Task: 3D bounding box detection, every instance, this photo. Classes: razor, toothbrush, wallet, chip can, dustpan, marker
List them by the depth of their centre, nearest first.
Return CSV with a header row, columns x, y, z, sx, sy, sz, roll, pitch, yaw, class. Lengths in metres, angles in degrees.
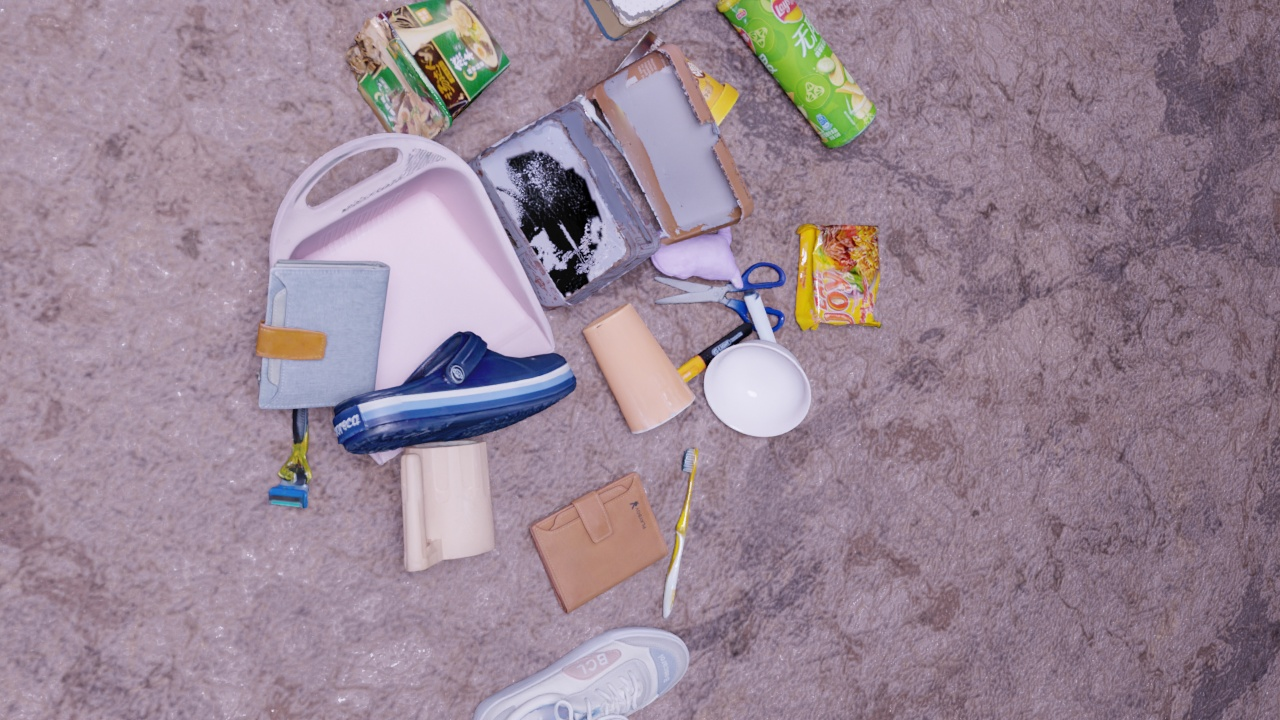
x,y,z,sx,sy,sz,roll,pitch,yaw,class
-0.269,-0.020,0.775,0.106,0.037,0.130,-4,118,-39,wallet
-0.208,-0.058,0.835,0.222,0.139,0.273,-38,105,-19,dustpan
-0.318,0.064,0.852,0.043,0.022,0.142,1,86,19,razor
-0.043,0.190,0.973,0.131,0.031,0.108,-25,102,-23,wallet
-0.010,-0.215,0.992,0.180,0.016,0.016,46,75,-20,toothbrush
0.041,0.190,1.018,0.018,0.016,0.191,12,85,-13,toothbrush
0.078,-0.006,1.028,0.123,0.015,0.018,-35,107,-15,marker
0.181,-0.342,1.044,0.221,0.073,0.072,46,73,-18,chip can
0.147,-0.022,1.049,0.018,0.022,0.131,-24,112,-2,marker

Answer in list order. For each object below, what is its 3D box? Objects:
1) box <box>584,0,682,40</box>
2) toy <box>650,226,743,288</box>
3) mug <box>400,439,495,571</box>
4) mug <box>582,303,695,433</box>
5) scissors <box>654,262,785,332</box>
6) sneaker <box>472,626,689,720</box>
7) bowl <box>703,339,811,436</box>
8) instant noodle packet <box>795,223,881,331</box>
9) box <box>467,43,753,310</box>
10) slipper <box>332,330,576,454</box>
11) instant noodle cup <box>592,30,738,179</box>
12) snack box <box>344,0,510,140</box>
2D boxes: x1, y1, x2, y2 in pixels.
x,y,z,sx,sy,sz,roll,pitch,yaw,class
0.022,-0.423,0.981,0.184,0.059,0.090,-36,105,-22,box
0.060,-0.120,1.010,0.108,0.039,0.083,0,67,-21,toy
-0.189,0.132,0.859,0.084,0.124,0.103,-3,90,14,mug
-0.006,0.006,0.966,0.078,0.078,0.123,-33,98,-21,mug
0.096,-0.065,1.042,0.170,0.012,0.141,-31,103,-19,scissors
-0.048,0.345,0.939,0.241,0.091,0.089,-17,98,-24,sneaker
0.136,0.019,1.024,0.118,0.119,0.064,54,33,-15,bowl
0.237,-0.099,1.089,0.110,0.044,0.128,0,91,-20,instant noodle packet
-0.045,-0.161,0.885,0.156,0.227,0.180,-39,108,-36,box
-0.173,0.025,0.846,0.252,0.105,0.095,-12,83,-50,slipper
0.022,-0.268,0.954,0.114,0.119,0.118,39,75,-12,instant noodle cup
-0.192,-0.274,0.861,0.105,0.118,0.117,-42,106,-29,snack box
